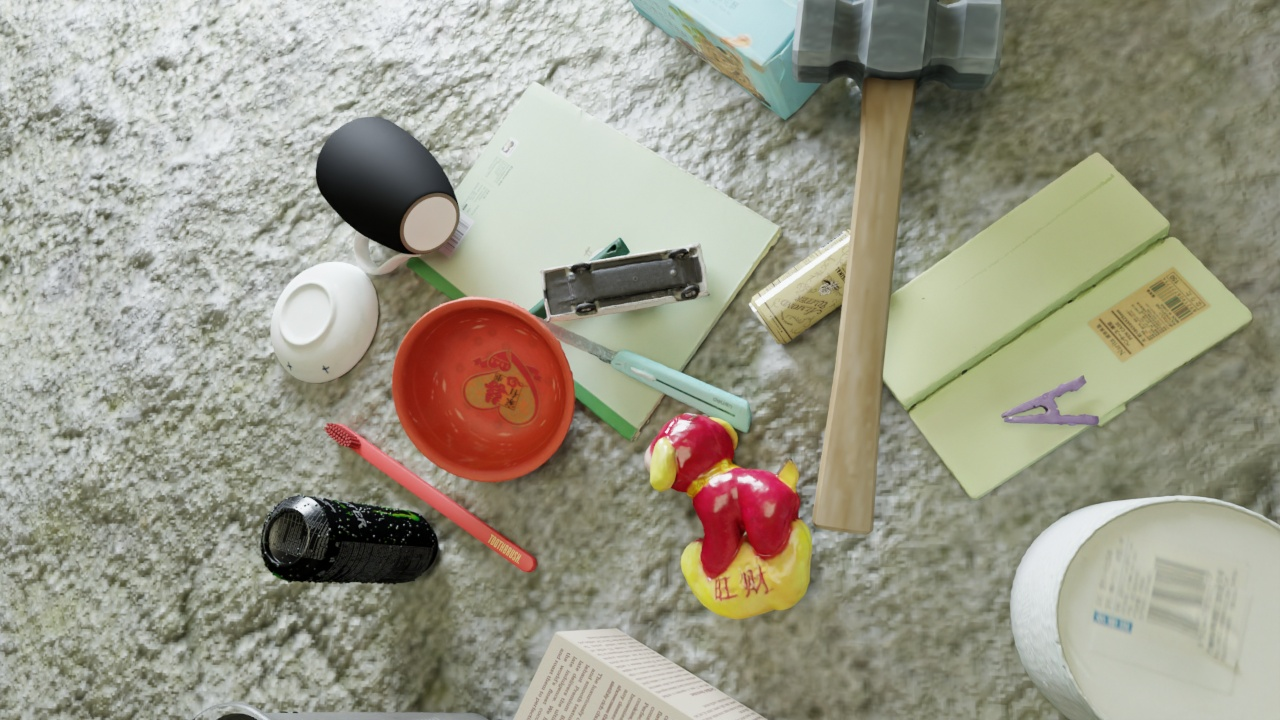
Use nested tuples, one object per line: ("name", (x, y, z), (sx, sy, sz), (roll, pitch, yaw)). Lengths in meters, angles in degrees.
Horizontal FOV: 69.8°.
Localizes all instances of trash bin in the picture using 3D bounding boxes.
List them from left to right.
("trash bin", (-0.137, 0.302, 0.504), (0.197, 0.220, 0.197), (24, 86, 25))
("trash bin", (0.246, 0.125, 0.432), (0.133, 0.161, 0.133), (-5, 74, 20))

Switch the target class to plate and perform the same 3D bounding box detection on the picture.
("plate", (-0.264, -0.035, 0.747), (0.104, 0.026, 0.104), (-5, 75, 20))

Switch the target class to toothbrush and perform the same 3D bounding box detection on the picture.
("toothbrush", (-0.160, 0.097, 0.677), (0.213, 0.018, 0.012), (28, 88, 25))
("toothbrush", (-0.087, -0.028, 0.671), (0.190, 0.017, 0.016), (-37, 68, 12))

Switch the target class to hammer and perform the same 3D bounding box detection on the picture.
("hammer", (0.138, -0.060, 0.548), (0.117, 0.051, 0.323), (6, 90, 11))

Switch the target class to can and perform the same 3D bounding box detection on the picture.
("can", (-0.191, 0.122, 0.616), (0.054, 0.137, 0.054), (-5, 75, 20))
("can", (0.113, -0.047, 0.596), (0.079, 0.038, 0.038), (-36, 67, 9))

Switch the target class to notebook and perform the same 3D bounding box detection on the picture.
("notebook", (-0.046, -0.084, 0.684), (0.252, 0.010, 0.182), (36, 91, 25))

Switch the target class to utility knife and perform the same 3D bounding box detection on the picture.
("utility knife", (-0.004, 0.004, 0.627), (0.177, 0.015, 0.022), (24, 120, 17))

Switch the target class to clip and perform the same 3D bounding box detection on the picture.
("clip", (0.238, 0.030, 0.524), (0.050, 0.014, 0.046), (-42, 76, 5))

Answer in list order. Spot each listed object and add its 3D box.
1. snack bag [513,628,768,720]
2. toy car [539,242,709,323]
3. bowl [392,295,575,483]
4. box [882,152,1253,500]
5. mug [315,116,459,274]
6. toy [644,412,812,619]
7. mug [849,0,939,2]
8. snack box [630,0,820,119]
("snack bag", (0.038, 0.236, 0.521), (0.206, 0.094, 0.070), (24, 86, 25))
("toy car", (-0.011, -0.052, 0.635), (0.113, 0.039, 0.039), (-9, 81, -1))
("bowl", (-0.105, 0.017, 0.646), (0.130, 0.045, 0.130), (2, 101, 9))
("box", (0.238, -0.021, 0.551), (0.187, 0.024, 0.137), (-35, 70, 10))
("mug", (-0.193, -0.114, 0.712), (0.100, 0.084, 0.119), (40, 124, 31))
("toy", (0.056, 0.092, 0.570), (0.106, 0.067, 0.137), (-40, 67, 25))
("mug", (0.163, -0.258, 0.614), (0.078, 0.078, 0.121), (-8, 78, 19))
("snack box", (0.052, -0.250, 0.652), (0.053, 0.075, 0.174), (-48, 66, 3))
